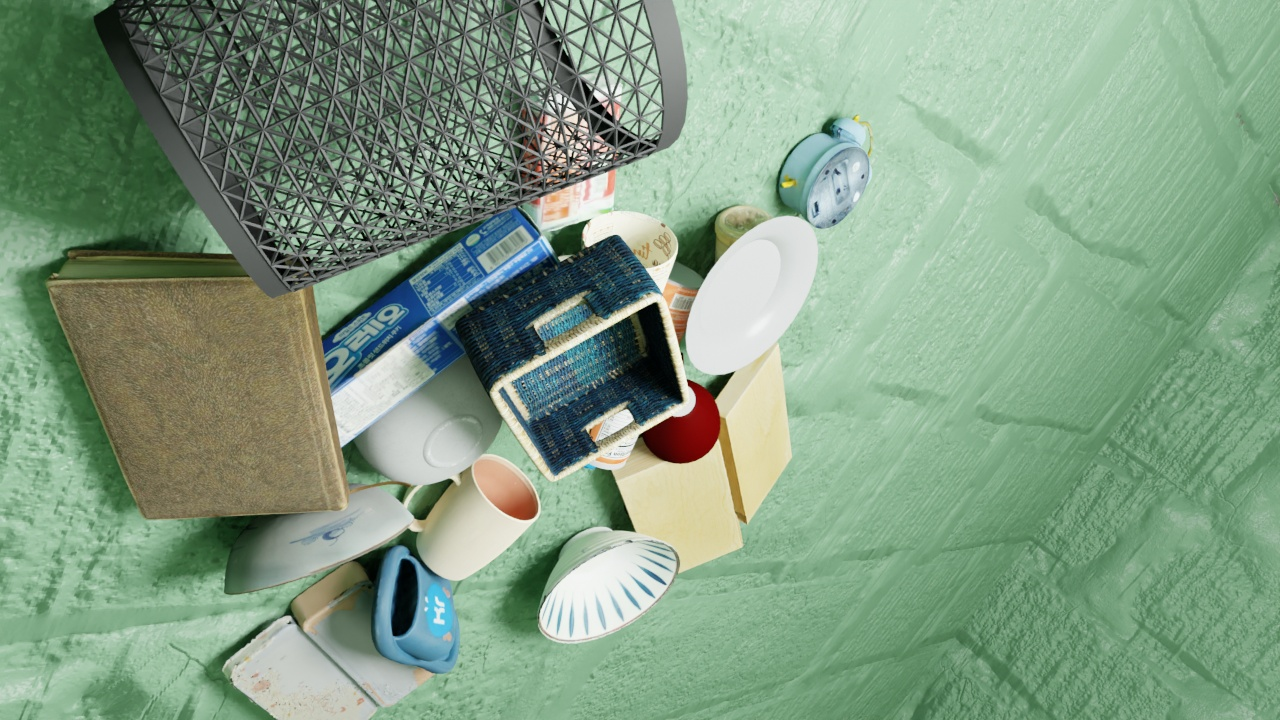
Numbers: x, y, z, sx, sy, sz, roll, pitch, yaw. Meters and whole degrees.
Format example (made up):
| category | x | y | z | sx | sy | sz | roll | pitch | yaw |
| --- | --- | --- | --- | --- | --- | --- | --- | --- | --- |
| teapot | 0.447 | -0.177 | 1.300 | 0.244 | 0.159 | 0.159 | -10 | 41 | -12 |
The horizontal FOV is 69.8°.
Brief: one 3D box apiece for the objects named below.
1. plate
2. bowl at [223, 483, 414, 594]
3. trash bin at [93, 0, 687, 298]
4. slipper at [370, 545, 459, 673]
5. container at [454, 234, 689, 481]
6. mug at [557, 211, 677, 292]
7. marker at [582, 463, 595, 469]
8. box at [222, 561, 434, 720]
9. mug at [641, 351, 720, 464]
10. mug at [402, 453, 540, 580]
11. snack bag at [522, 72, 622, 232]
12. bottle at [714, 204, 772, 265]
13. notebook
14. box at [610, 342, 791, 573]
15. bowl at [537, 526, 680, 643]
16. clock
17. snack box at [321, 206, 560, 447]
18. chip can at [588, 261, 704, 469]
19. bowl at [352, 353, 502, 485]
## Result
| category | x | y | z | sx | sy | sz | roll | pitch | yaw |
| --- | --- | --- | --- | --- | --- | --- | --- | --- | --- |
| plate | 0.104 | -0.064 | 0.886 | 0.172 | 0.019 | 0.173 | -28 | 140 | -27 |
| bowl | -0.263 | 0.130 | 0.732 | 0.150 | 0.151 | 0.057 | -22 | 95 | -31 |
| trash bin | -0.135 | -0.164 | 0.511 | 0.243 | 0.217 | 0.217 | -30 | 141 | -12 |
| slipper | -0.208 | 0.244 | 0.890 | 0.059 | 0.103 | 0.214 | -8 | 150 | 4 |
| container | -0.047 | 0.004 | 0.730 | 0.145 | 0.071 | 0.187 | -29 | 151 | -6 |
| mug | -0.034 | -0.065 | 0.795 | 0.121 | 0.081 | 0.097 | -7 | 137 | -17 |
| marker | -0.081 | 0.089 | 0.945 | 0.018 | 0.015 | 0.123 | -49 | 142 | 3 |
| box | -0.297 | 0.298 | 0.904 | 0.148 | 0.043 | 0.216 | -31 | 141 | -15 |
| mug | 0.041 | 0.042 | 0.959 | 0.087 | 0.114 | 0.088 | -1 | 159 | 4 |
| mug | -0.169 | 0.145 | 0.863 | 0.111 | 0.085 | 0.104 | 34 | 110 | -26 |
| snack bag | -0.055 | -0.163 | 0.721 | 0.076 | 0.036 | 0.116 | -22 | 137 | -29 |
| bottle | 0.102 | -0.078 | 0.940 | 0.056 | 0.056 | 0.162 | -28 | 140 | -25 |
| notebook | -0.262 | 0.025 | 0.618 | 0.190 | 0.034 | 0.216 | 0 | 129 | -8 |
| box | 0.090 | 0.131 | 1.111 | 0.260 | 0.097 | 0.248 | -41 | 145 | -19 |
| bowl | -0.048 | 0.243 | 1.062 | 0.177 | 0.071 | 0.178 | -18 | 137 | -18 |
| clock | 0.195 | -0.192 | 0.933 | 0.124 | 0.051 | 0.089 | -41 | 142 | -10 |
| snack box | -0.164 | -0.027 | 0.700 | 0.226 | 0.059 | 0.059 | -38 | 143 | -4 |
| chip can | -0.005 | 0.005 | 0.903 | 0.062 | 0.062 | 0.211 | -2 | 124 | -44 |
| bowl | -0.172 | 0.051 | 0.776 | 0.131 | 0.064 | 0.132 | -26 | 139 | -26 |
